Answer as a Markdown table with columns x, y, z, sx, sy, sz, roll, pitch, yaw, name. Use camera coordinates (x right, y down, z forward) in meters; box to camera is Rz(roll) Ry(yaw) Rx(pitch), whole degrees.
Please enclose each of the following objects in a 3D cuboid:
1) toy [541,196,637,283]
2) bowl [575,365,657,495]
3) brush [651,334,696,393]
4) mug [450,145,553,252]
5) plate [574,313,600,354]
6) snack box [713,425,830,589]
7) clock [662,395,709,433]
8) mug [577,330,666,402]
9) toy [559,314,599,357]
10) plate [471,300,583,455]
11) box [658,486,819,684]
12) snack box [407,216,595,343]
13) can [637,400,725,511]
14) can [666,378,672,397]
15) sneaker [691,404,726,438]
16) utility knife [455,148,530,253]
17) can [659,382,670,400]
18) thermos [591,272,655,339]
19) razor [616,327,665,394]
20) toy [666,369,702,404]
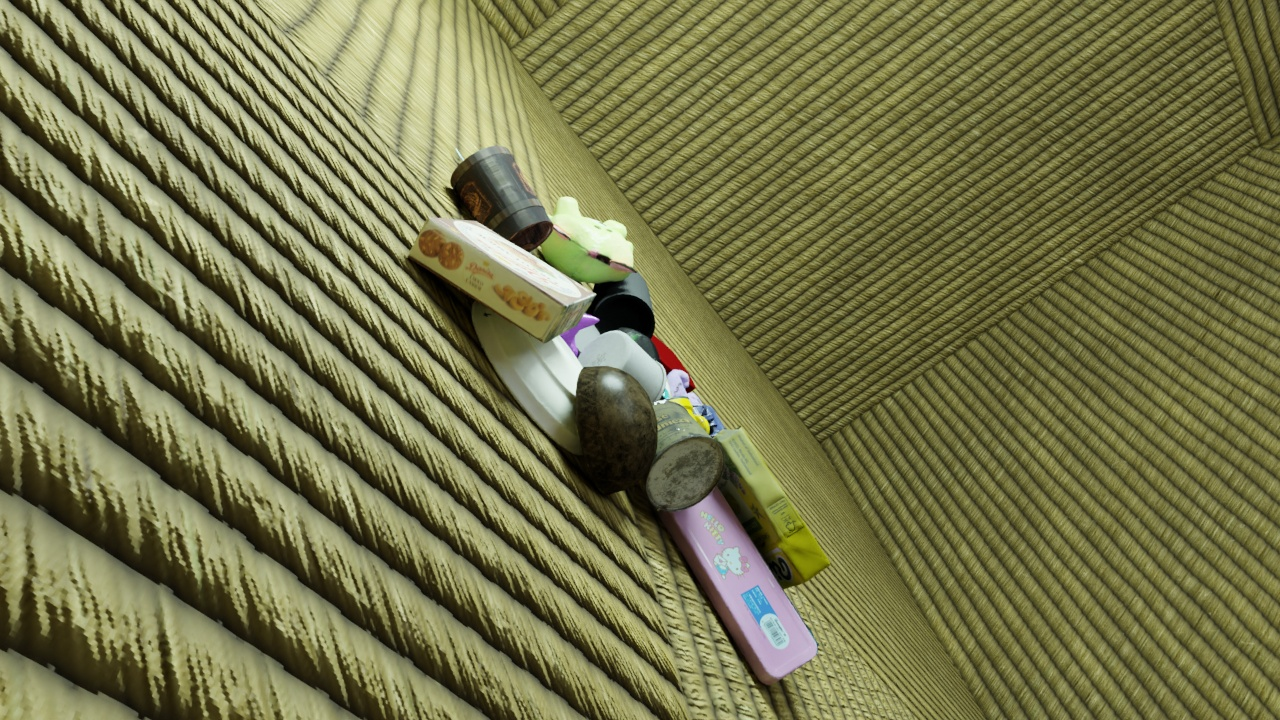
| x | y | z | sx | sy | sz | roll | pitch | yaw | name |
| --- | --- | --- | --- | --- | --- | --- | --- | --- | --- |
| -0.081 | -0.161 | 1.309 | 0.150 | 0.107 | 0.196 | 26 | 23 | -9 | toy |
| -0.014 | 0.060 | 0.854 | 0.121 | 0.056 | 0.121 | -10 | 89 | -78 | bowl |
| 0.026 | 0.006 | 1.419 | 0.082 | 0.042 | 0.173 | 60 | 11 | 29 | brush |
| -0.162 | -0.176 | 1.083 | 0.107 | 0.080 | 0.116 | 57 | -16 | 12 | mug |
| -0.088 | -0.048 | 1.145 | 0.178 | 0.012 | 0.178 | 52 | 10 | -13 | plate |
| 0.123 | 0.166 | 1.010 | 0.181 | 0.045 | 0.121 | 58 | -20 | 10 | snack box |
| 0.034 | 0.084 | 1.063 | 0.057 | 0.083 | 0.118 | 64 | 15 | 22 | clock |
| -0.025 | 0.008 | 1.024 | 0.070 | 0.084 | 0.113 | 44 | 26 | -37 | mug |
| -0.091 | -0.053 | 1.010 | 0.088 | 0.055 | 0.106 | 47 | -17 | 26 | toy |
| -0.090 | 0.007 | 0.879 | 0.182 | 0.034 | 0.182 | 52 | 10 | -13 | plate |
| 0.092 | 0.239 | 0.971 | 0.090 | 0.091 | 0.214 | -19 | 66 | -35 | box |
| -0.123 | -0.077 | 0.848 | 0.143 | 0.041 | 0.147 | 32 | 10 | 2 | snack box |
| 0.030 | 0.096 | 0.938 | 0.090 | 0.090 | 0.074 | 46 | 1 | -39 | can |
| 0.025 | 0.050 | 1.268 | 0.038 | 0.038 | 0.079 | 50 | 10 | -20 | can |
| 0.093 | 0.127 | 1.165 | 0.118 | 0.091 | 0.232 | 56 | 8 | -14 | sneaker |
| -0.191 | -0.207 | 1.190 | 0.167 | 0.015 | 0.022 | 56 | 9 | 2 | utility knife |
| 0.010 | 0.051 | 1.145 | 0.055 | 0.055 | 0.101 | 52 | 10 | -11 | can |
| -0.028 | -0.082 | 1.330 | 0.086 | 0.086 | 0.198 | 51 | 10 | -17 | thermos |
| -0.007 | 0.006 | 1.104 | 0.067 | 0.054 | 0.151 | 4 | 21 | -15 | razor |
| 0.065 | 0.061 | 1.373 | 0.099 | 0.037 | 0.080 | 40 | 53 | -45 | toy |
